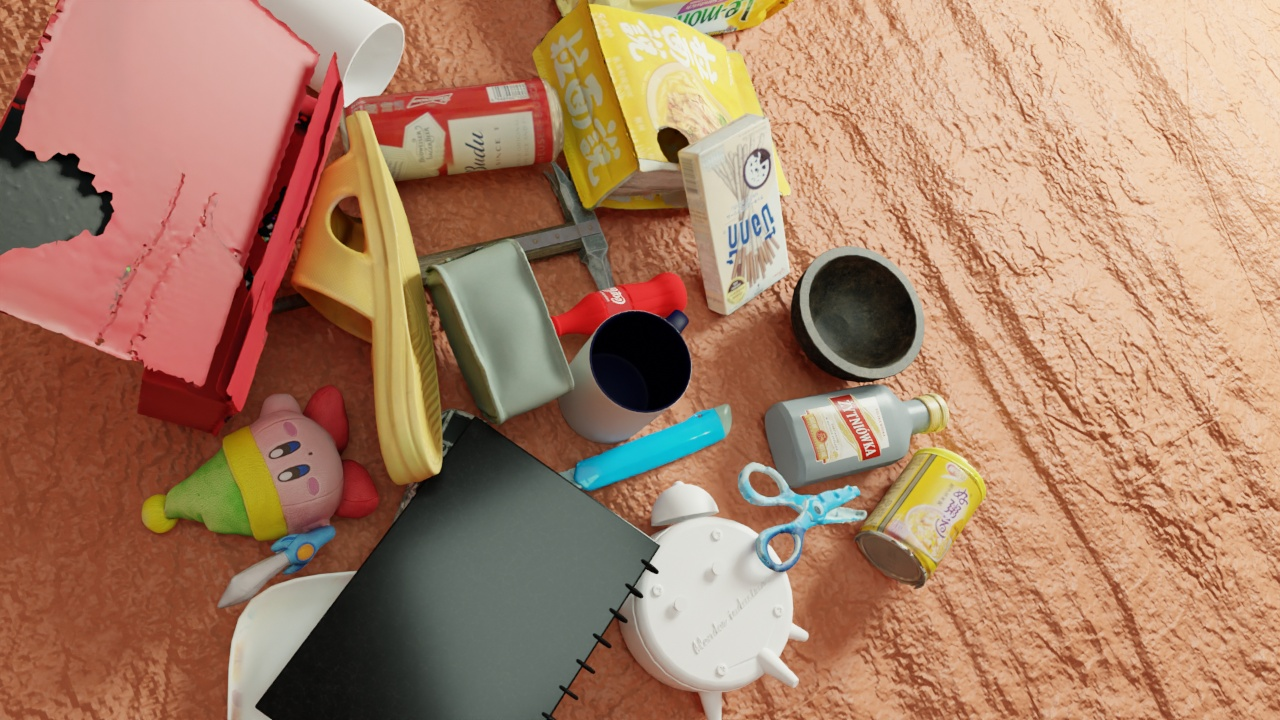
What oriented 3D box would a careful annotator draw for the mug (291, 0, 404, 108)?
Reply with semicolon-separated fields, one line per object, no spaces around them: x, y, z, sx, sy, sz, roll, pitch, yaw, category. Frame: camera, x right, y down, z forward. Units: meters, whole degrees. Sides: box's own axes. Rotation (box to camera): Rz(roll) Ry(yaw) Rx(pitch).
-0.256;-0.241;0.727;0.087;0.081;0.114;33;96;1;mug

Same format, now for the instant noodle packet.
0.036;-0.220;0.812;0.221;0.084;0.163;-7;71;-39;instant noodle packet

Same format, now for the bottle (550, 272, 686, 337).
-0.021;-0.040;0.734;0.118;0.036;0.036;-17;78;-23;bottle

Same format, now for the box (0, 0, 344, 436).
-0.240;-0.086;0.511;0.124;0.316;0.210;12;72;-3;box

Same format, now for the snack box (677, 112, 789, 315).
0.081;-0.121;0.770;0.081;0.026;0.150;-33;128;-27;snack box

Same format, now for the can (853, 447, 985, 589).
0.234;0.129;0.765;0.067;0.068;0.104;45;65;0;can

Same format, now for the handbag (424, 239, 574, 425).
-0.104;-0.023;0.664;0.067;0.106;0.122;-25;100;-20;handbag

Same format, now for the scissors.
0.134;0.128;0.716;0.140;0.014;0.090;12;60;-35;scissors

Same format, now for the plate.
-0.176;0.236;0.618;0.186;0.016;0.186;-1;72;-19;plate

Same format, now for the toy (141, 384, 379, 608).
-0.254;0.091;0.618;0.131;0.097;0.124;-17;84;-42;toy

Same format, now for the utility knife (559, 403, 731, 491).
-0.011;0.077;0.728;0.208;0.015;0.031;-17;77;-27;utility knife

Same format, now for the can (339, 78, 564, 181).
-0.148;-0.183;0.730;0.170;0.067;0.067;-9;75;-12;can

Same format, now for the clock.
0.049;0.178;0.682;0.125;0.073;0.161;-38;87;-26;clock

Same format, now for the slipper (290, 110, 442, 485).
-0.192;-0.041;0.635;0.078;0.099;0.263;-12;75;-2;slipper

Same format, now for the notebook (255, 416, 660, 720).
-0.111;0.178;0.615;0.169;0.019;0.231;35;72;2;notebook

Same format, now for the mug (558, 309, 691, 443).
-0.004;0.004;0.710;0.078;0.097;0.111;43;64;-1;mug

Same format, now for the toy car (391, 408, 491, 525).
-0.143;0.089;0.666;0.048;0.041;0.112;21;67;-10;toy car

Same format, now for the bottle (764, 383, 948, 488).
0.190;0.058;0.786;0.161;0.046;0.072;-10;77;-21;bottle

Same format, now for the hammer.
-0.172;-0.064;0.715;0.316;0.028;0.147;-17;78;-23;hammer

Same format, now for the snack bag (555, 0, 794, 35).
0.019;-0.384;0.866;0.246;0.068;0.159;-19;78;-24;snack bag

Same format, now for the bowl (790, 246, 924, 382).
0.182;-0.034;0.808;0.121;0.056;0.121;6;70;-17;bowl
